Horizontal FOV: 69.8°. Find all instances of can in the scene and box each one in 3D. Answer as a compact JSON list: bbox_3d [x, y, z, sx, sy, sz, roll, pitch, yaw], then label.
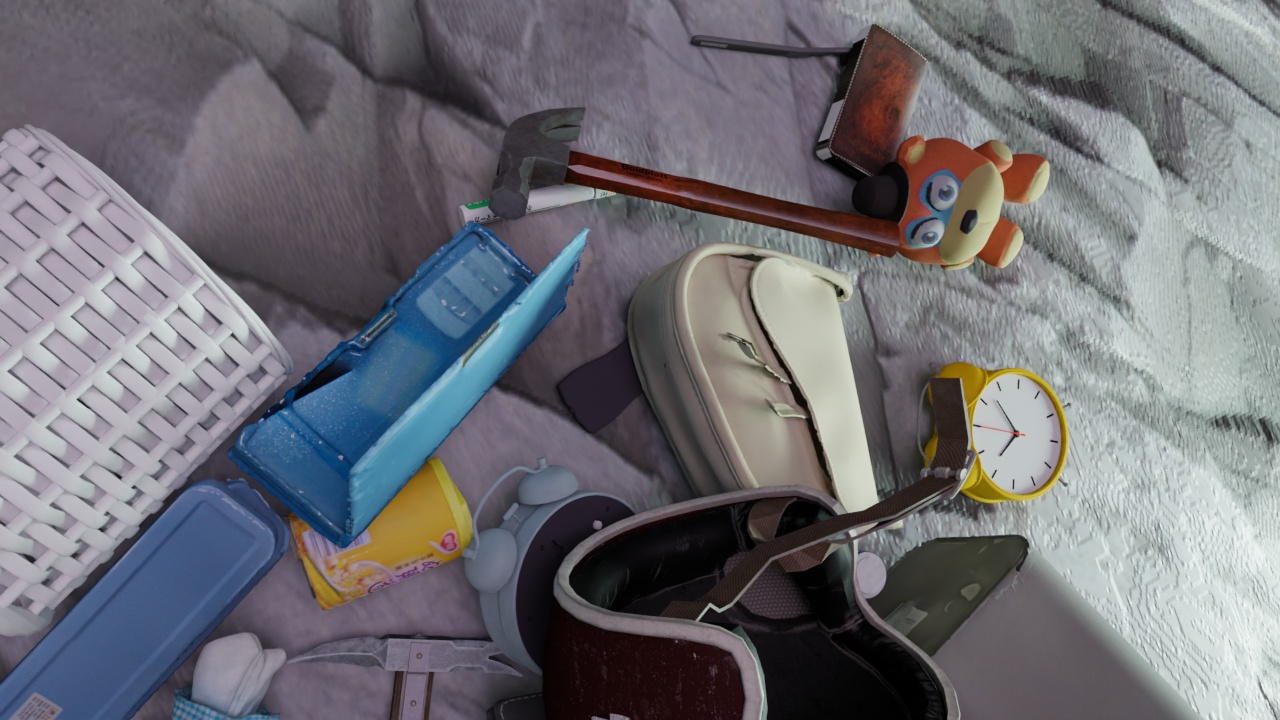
[{"bbox_3d":[0.142,0.152,0.671,0.032,0.095,0.032,2,83,-18],"label":"can"},{"bbox_3d":[-0.164,0.109,0.583,0.105,0.068,0.067,-20,90,-21],"label":"can"}]

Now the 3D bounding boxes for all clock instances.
[{"bbox_3d":[-0.053,0.137,0.603,0.122,0.045,0.159,-52,122,-31],"label":"clock"},{"bbox_3d":[0.291,0.059,0.763,0.151,0.052,0.113,11,79,-22],"label":"clock"}]

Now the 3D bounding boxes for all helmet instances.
[{"bbox_3d":[0.066,0.171,0.525,0.232,0.234,0.253,-27,108,-60],"label":"helmet"}]

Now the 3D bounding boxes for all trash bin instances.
[{"bbox_3d":[0.263,0.259,0.658,0.197,0.198,0.220,-39,91,-20],"label":"trash bin"}]

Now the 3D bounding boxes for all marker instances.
[{"bbox_3d":[-0.062,-0.122,0.678,0.145,0.017,0.017,-17,89,-21],"label":"marker"}]

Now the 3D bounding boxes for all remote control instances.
[{"bbox_3d":[-0.004,0.004,0.685,0.124,0.009,0.046,-35,94,-23],"label":"remote control"}]

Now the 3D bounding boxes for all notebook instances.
[{"bbox_3d":[-0.001,0.301,0.566,0.169,0.030,0.208,6,43,-33],"label":"notebook"}]

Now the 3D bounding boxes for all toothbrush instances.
[{"bbox_3d":[0.120,-0.259,0.763,0.167,0.013,0.013,0,83,-19],"label":"toothbrush"}]

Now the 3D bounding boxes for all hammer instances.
[{"bbox_3d":[-0.162,0.334,0.575,0.147,0.028,0.316,8,80,-19],"label":"hammer"},{"bbox_3d":[0.047,-0.119,0.667,0.300,0.028,0.110,11,48,-10],"label":"hammer"}]

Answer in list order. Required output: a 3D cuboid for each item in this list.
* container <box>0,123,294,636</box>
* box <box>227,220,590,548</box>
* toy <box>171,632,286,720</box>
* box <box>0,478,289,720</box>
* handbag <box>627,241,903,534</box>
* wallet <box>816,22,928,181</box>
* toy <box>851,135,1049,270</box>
[{"bbox_3d":[-0.317,0.009,0.477,0.189,0.190,0.186,43,70,-10],"label":"container"},{"bbox_3d":[-0.126,-0.009,0.556,0.094,0.110,0.230,43,53,-5],"label":"box"},{"bbox_3d":[-0.243,0.259,0.517,0.131,0.106,0.205,17,79,-20],"label":"toy"},{"bbox_3d":[-0.292,0.156,0.526,0.069,0.064,0.210,44,84,-15],"label":"box"},{"bbox_3d":[0.107,0.023,0.653,0.183,0.132,0.229,-7,85,-25],"label":"handbag"},{"bbox_3d":[0.197,-0.213,0.773,0.072,0.019,0.123,24,80,-24],"label":"wallet"},{"bbox_3d":[0.249,-0.128,0.750,0.176,0.096,0.112,3,119,-16],"label":"toy"}]
